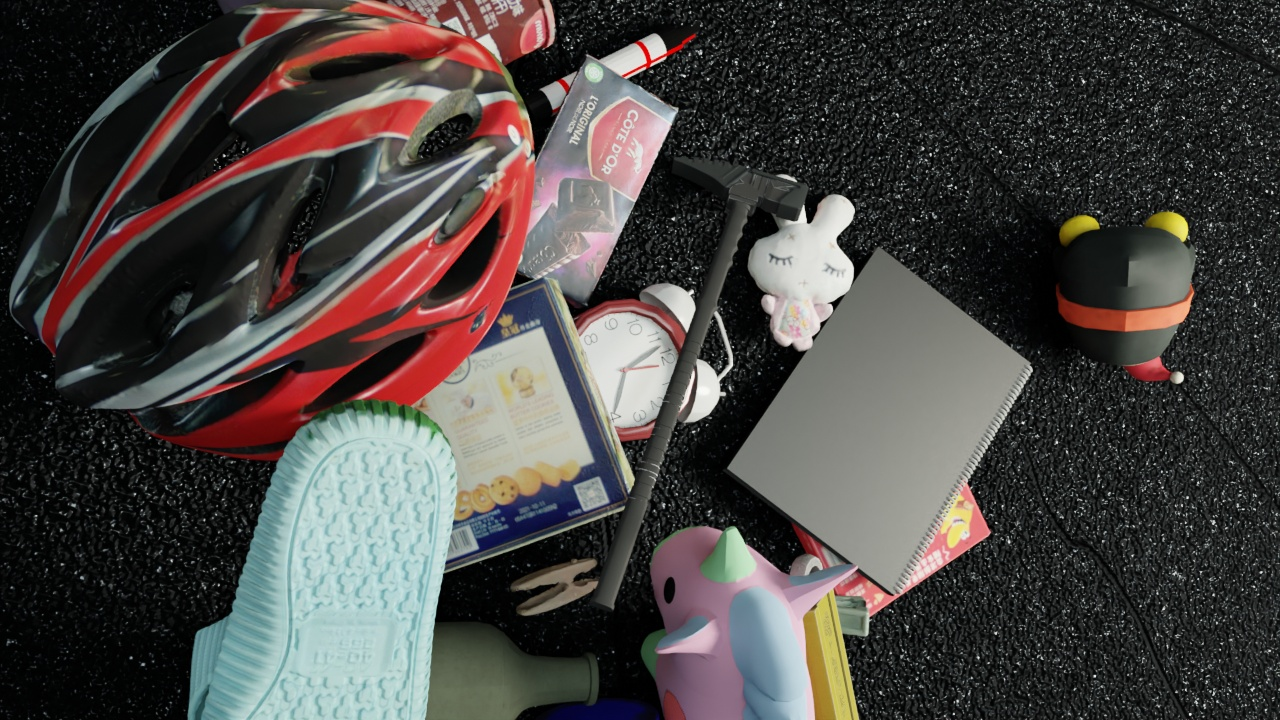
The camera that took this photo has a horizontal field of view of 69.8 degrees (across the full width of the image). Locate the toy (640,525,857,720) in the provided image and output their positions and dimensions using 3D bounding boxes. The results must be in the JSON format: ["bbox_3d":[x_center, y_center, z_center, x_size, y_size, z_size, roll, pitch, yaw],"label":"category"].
[{"bbox_3d":[0.062,0.199,0.549,0.120,0.171,0.222,-18,91,-17],"label":"toy"}]

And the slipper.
[{"bbox_3d":[-0.162,0.149,0.465,0.116,0.069,0.276,12,96,-26],"label":"slipper"}]

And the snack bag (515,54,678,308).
[{"bbox_3d":[-0.038,-0.119,0.613,0.074,0.018,0.155,26,84,-20],"label":"snack bag"}]

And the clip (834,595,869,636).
[{"bbox_3d":[0.118,0.173,0.632,0.076,0.047,0.023,3,96,8],"label":"clip"}]

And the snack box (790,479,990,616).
[{"bbox_3d":[0.184,0.121,0.670,0.132,0.021,0.089,-28,95,-17],"label":"snack box"}]

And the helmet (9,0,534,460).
[{"bbox_3d":[-0.181,-0.073,0.471,0.272,0.167,0.217,-43,75,2],"label":"helmet"}]

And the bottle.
[{"bbox_3d":[-0.128,0.193,0.545,0.206,0.071,0.071,4,85,-17],"label":"bottle"}]

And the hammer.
[{"bbox_3d":[0.022,-0.004,0.561,0.095,0.015,0.324,18,59,5],"label":"hammer"}]

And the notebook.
[{"bbox_3d":[0.176,0.040,0.660,0.149,0.016,0.206,37,73,-1],"label":"notebook"}]

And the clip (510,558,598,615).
[{"bbox_3d":[-0.055,0.144,0.596,0.062,0.025,0.047,16,81,-17],"label":"clip"}]

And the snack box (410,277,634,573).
[{"bbox_3d":[-0.093,0.041,0.554,0.144,0.042,0.145,-20,92,7],"label":"snack box"}]

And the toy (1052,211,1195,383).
[{"bbox_3d":[0.369,-0.045,0.704,0.098,0.099,0.119,1,115,24],"label":"toy"}]

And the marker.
[{"bbox_3d":[-0.016,-0.202,0.633,0.145,0.019,0.019,-32,95,-16],"label":"marker"}]

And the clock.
[{"bbox_3d":[-0.004,0.003,0.608,0.137,0.048,0.096,-18,91,-16],"label":"clock"}]

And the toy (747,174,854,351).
[{"bbox_3d":[0.115,-0.070,0.654,0.076,0.037,0.125,14,75,-8],"label":"toy"}]

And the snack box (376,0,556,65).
[{"bbox_3d":[-0.122,-0.205,0.575,0.121,0.072,0.072,-33,96,-16],"label":"snack box"}]

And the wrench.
[{"bbox_3d":[0.131,0.255,0.611,0.083,0.018,0.273,-30,112,-48],"label":"wrench"}]

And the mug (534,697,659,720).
[{"bbox_3d":[-0.040,0.265,0.570,0.111,0.079,0.083,-5,87,11],"label":"mug"}]

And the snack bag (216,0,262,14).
[{"bbox_3d":[-0.177,-0.262,0.510,0.096,0.206,0.058,59,30,-3],"label":"snack bag"}]
